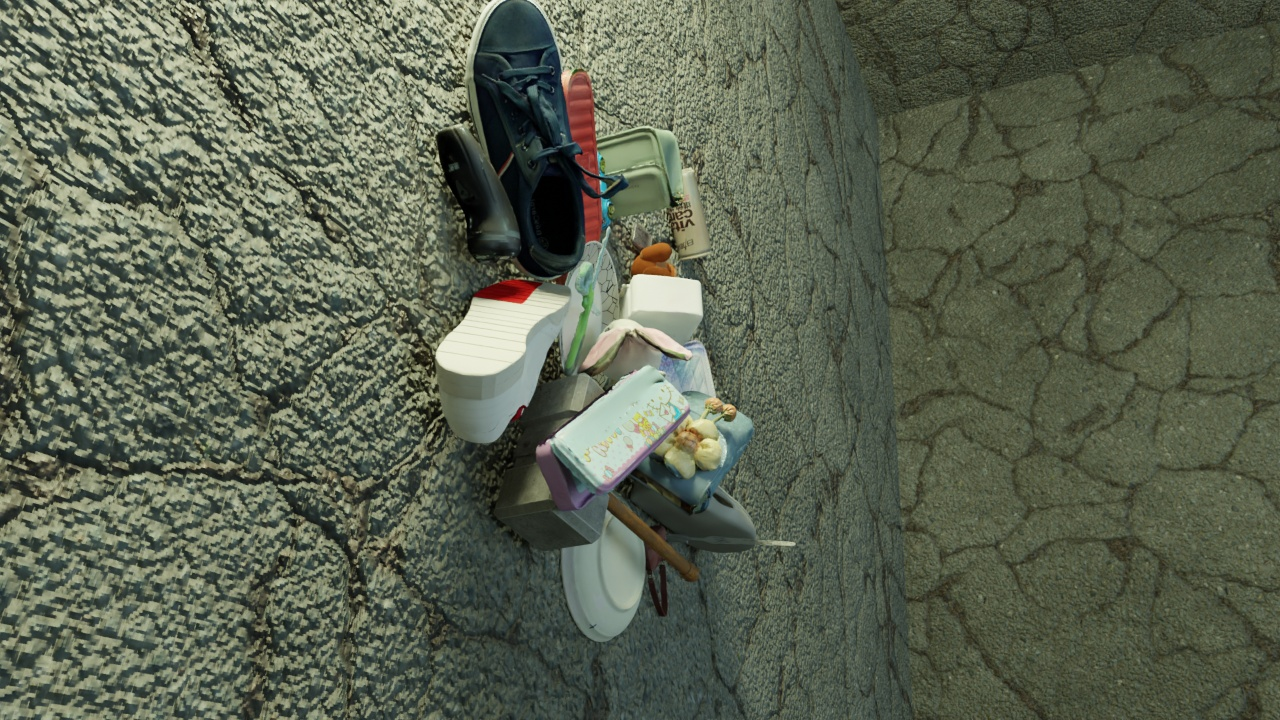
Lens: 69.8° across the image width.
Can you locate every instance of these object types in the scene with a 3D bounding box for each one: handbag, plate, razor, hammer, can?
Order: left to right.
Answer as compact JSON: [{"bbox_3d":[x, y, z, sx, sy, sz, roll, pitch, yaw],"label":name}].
[{"bbox_3d":[-0.164,-0.160,0.899,0.140,0.053,0.063,68,29,-23],"label":"razor"},{"bbox_3d":[-0.065,-0.046,1.080,0.188,0.016,0.188,5,89,-72],"label":"plate"},{"bbox_3d":[-0.033,0.234,1.072,0.182,0.034,0.182,32,54,-59],"label":"plate"},{"bbox_3d":[-0.018,0.171,1.016,0.317,0.083,0.162,47,40,-38],"label":"hammer"},{"bbox_3d":[-0.012,-0.236,1.165,0.067,0.122,0.106,-13,94,-65],"label":"handbag"},{"bbox_3d":[0.022,0.279,1.193,0.055,0.029,0.120,-33,117,-61],"label":"handbag"},{"bbox_3d":[0.043,0.057,1.267,0.126,0.069,0.158,-12,93,-51],"label":"handbag"},{"bbox_3d":[0.072,-0.228,1.429,0.054,0.054,0.136,-36,115,-63],"label":"can"},{"bbox_3d":[0.067,0.098,1.118,0.191,0.122,0.119,-37,156,-53],"label":"handbag"}]

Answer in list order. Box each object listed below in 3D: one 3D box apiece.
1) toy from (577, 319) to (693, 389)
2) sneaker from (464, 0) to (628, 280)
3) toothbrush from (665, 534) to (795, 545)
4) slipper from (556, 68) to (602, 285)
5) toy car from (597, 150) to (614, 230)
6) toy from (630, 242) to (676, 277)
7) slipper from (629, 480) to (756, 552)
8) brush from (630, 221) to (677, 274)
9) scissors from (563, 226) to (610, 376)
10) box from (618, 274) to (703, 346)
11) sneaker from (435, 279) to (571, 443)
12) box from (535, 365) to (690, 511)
[{"bbox_3d":[-0.007,0.007,1.103,0.206,0.131,0.105,82,-1,-64],"label":"toy"},{"bbox_3d":[-0.098,-0.230,0.934,0.120,0.127,0.294,-11,97,-22],"label":"sneaker"},{"bbox_3d":[0.118,0.241,1.222,0.010,0.182,0.010,48,46,-55],"label":"toothbrush"},{"bbox_3d":[-0.090,-0.208,1.064,0.103,0.059,0.249,-34,128,-65],"label":"slipper"},{"bbox_3d":[-0.064,-0.212,1.134,0.032,0.048,0.105,-20,101,-65],"label":"toy car"},{"bbox_3d":[0.031,-0.108,1.293,0.128,0.065,0.094,49,46,-58],"label":"toy"},{"bbox_3d":[0.076,0.189,1.250,0.265,0.113,0.080,39,45,-47],"label":"slipper"},{"bbox_3d":[0.021,-0.157,1.344,0.151,0.012,0.038,37,49,-57],"label":"brush"},{"bbox_3d":[-0.056,-0.065,0.999,0.172,0.021,0.171,44,59,-79],"label":"scissors"},{"bbox_3d":[0.020,-0.077,1.186,0.107,0.102,0.091,119,-27,-62],"label":"box"},{"bbox_3d":[-0.130,0.002,0.899,0.236,0.090,0.104,-70,168,-62],"label":"sneaker"},{"bbox_3d":[-0.024,0.069,0.917,0.078,0.065,0.213,58,33,-3],"label":"box"}]
